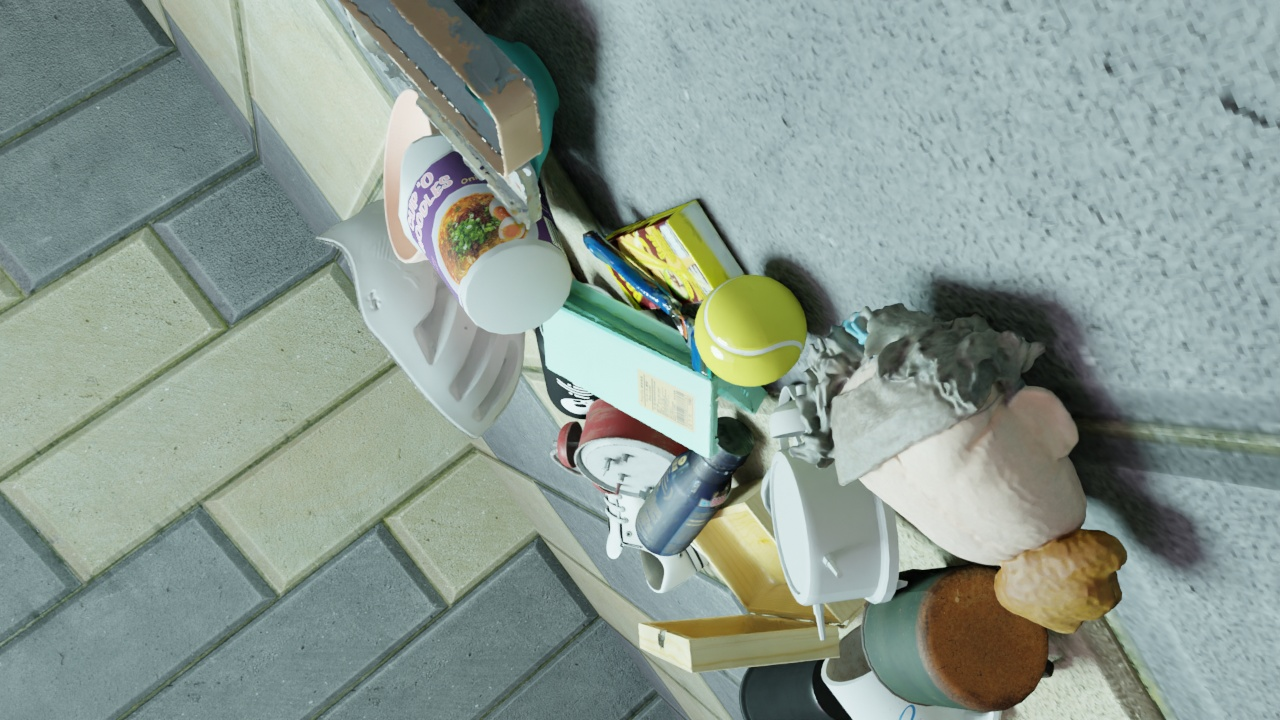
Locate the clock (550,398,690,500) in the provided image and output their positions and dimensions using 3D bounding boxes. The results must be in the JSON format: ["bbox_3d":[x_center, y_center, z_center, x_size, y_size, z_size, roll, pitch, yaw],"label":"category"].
[{"bbox_3d":[-0.019,0.091,0.858,0.157,0.061,0.110,-17,136,38],"label":"clock"}]

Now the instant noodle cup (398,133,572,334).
[{"bbox_3d":[-0.115,-0.093,0.700,0.137,0.122,0.121,44,-169,-48],"label":"instant noodle cup"}]

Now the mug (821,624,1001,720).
[{"bbox_3d":[0.214,0.254,0.701,0.096,0.082,0.120,53,135,-3],"label":"mug"}]

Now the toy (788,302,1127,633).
[{"bbox_3d":[0.153,0.046,0.422,0.176,0.076,0.133,53,149,4],"label":"toy"}]

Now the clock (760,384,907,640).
[{"bbox_3d":[0.117,0.085,0.585,0.120,0.061,0.159,87,174,-47],"label":"clock"}]

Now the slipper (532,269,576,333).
[{"bbox_3d":[-0.099,-0.062,0.900,0.107,0.055,0.222,42,162,25],"label":"slipper"}]

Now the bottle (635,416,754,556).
[{"bbox_3d":[0.045,0.109,0.782,0.056,0.056,0.161,47,137,17],"label":"bottle"}]

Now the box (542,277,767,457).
[{"bbox_3d":[-0.008,0.007,0.688,0.189,0.080,0.077,29,172,38],"label":"box"}]

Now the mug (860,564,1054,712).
[{"bbox_3d":[0.202,0.172,0.556,0.111,0.084,0.081,21,161,-4],"label":"mug"}]

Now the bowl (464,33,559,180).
[{"bbox_3d":[-0.091,-0.185,0.636,0.121,0.046,0.121,46,163,19],"label":"bowl"}]

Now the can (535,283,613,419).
[{"bbox_3d":[-0.052,-0.005,0.847,0.080,0.080,0.146,47,163,18],"label":"can"}]

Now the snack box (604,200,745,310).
[{"bbox_3d":[0.016,-0.068,0.631,0.061,0.025,0.149,56,163,-12],"label":"snack box"}]

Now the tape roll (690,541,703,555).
[{"bbox_3d":[0.059,0.186,1.058,0.094,0.019,0.094,46,162,19],"label":"tape roll"}]

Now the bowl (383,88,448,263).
[{"bbox_3d":[-0.171,-0.160,0.811,0.153,0.076,0.153,8,99,59],"label":"bowl"}]

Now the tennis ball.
[{"bbox_3d":[0.064,-0.017,0.536,0.065,0.065,0.065,46,163,19],"label":"tennis ball"}]

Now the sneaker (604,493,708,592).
[{"bbox_3d":[-0.015,0.191,1.128,0.091,0.097,0.245,22,147,59],"label":"sneaker"}]

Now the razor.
[{"bbox_3d":[0.006,-0.047,0.620,0.141,0.018,0.044,47,162,28],"label":"razor"}]

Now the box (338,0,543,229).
[{"bbox_3d":[-0.141,-0.194,0.607,0.216,0.043,0.151,47,159,15],"label":"box"}]

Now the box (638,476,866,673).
[{"bbox_3d":[0.095,0.210,0.831,0.142,0.184,0.249,30,164,-1],"label":"box"}]

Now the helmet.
[{"bbox_3d":[-0.223,-0.048,0.980,0.224,0.184,0.282,48,-159,-57],"label":"helmet"}]

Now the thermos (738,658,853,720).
[{"bbox_3d":[0.176,0.342,0.943,0.106,0.105,0.219,48,158,13],"label":"thermos"}]
